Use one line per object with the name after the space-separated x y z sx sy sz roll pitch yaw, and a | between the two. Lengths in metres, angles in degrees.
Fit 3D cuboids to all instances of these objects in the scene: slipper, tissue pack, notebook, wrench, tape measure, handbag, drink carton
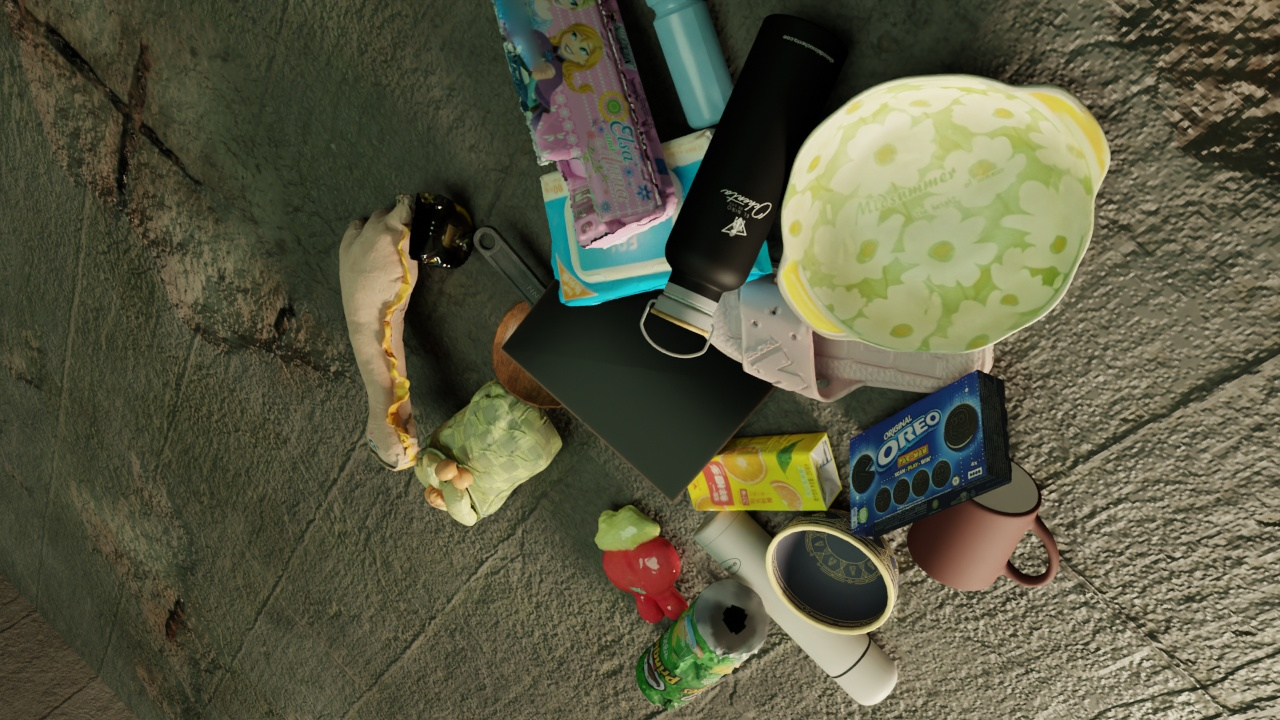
0.142 -0.015 0.702 0.240 0.064 0.094 11 123 27 | slipper
0.002 -0.108 0.729 0.210 0.065 0.117 -6 96 39 | tissue pack
-0.005 0.005 0.808 0.209 0.008 0.141 41 104 7 | notebook
-0.057 -0.016 0.844 0.073 0.018 0.273 -38 98 23 | wrench
-0.184 -0.116 0.862 0.038 0.062 0.067 8 84 29 | tape measure
-0.168 0.099 0.946 0.113 0.116 0.187 49 134 0 | handbag
0.104 0.099 0.812 0.135 0.042 0.058 -8 108 37 | drink carton

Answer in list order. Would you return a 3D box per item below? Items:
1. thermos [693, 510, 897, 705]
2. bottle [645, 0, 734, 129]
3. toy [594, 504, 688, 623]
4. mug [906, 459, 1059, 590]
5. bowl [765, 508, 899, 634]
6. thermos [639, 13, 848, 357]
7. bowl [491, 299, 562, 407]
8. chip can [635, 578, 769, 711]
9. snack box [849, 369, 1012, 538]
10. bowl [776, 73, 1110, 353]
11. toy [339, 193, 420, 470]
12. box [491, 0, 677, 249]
0.145 0.225 0.852 0.224 0.052 0.052 45 132 3 | thermos
0.033 -0.234 0.659 0.040 0.040 0.130 -8 112 37 | bottle
0.003 0.211 0.945 0.092 0.045 0.135 -23 98 38 | toy
0.266 0.128 0.694 0.106 0.073 0.083 30 130 23 | mug
0.172 0.173 0.795 0.112 0.061 0.113 17 125 26 | bowl
0.064 -0.111 0.620 0.061 0.061 0.231 25 95 20 | thermos
-0.088 -0.012 0.876 0.102 0.026 0.114 27 114 1 | bowl
0.056 0.283 0.899 0.075 0.075 0.224 38 147 9 | chip can
0.208 0.072 0.679 0.027 0.082 0.151 17 149 -20 | snack box
0.191 -0.099 0.605 0.220 0.060 0.188 -35 102 32 | bowl
-0.251 -0.021 0.916 0.197 0.065 0.264 -14 84 56 | toy
-0.058 -0.200 0.657 0.085 0.096 0.230 -21 82 40 | box
